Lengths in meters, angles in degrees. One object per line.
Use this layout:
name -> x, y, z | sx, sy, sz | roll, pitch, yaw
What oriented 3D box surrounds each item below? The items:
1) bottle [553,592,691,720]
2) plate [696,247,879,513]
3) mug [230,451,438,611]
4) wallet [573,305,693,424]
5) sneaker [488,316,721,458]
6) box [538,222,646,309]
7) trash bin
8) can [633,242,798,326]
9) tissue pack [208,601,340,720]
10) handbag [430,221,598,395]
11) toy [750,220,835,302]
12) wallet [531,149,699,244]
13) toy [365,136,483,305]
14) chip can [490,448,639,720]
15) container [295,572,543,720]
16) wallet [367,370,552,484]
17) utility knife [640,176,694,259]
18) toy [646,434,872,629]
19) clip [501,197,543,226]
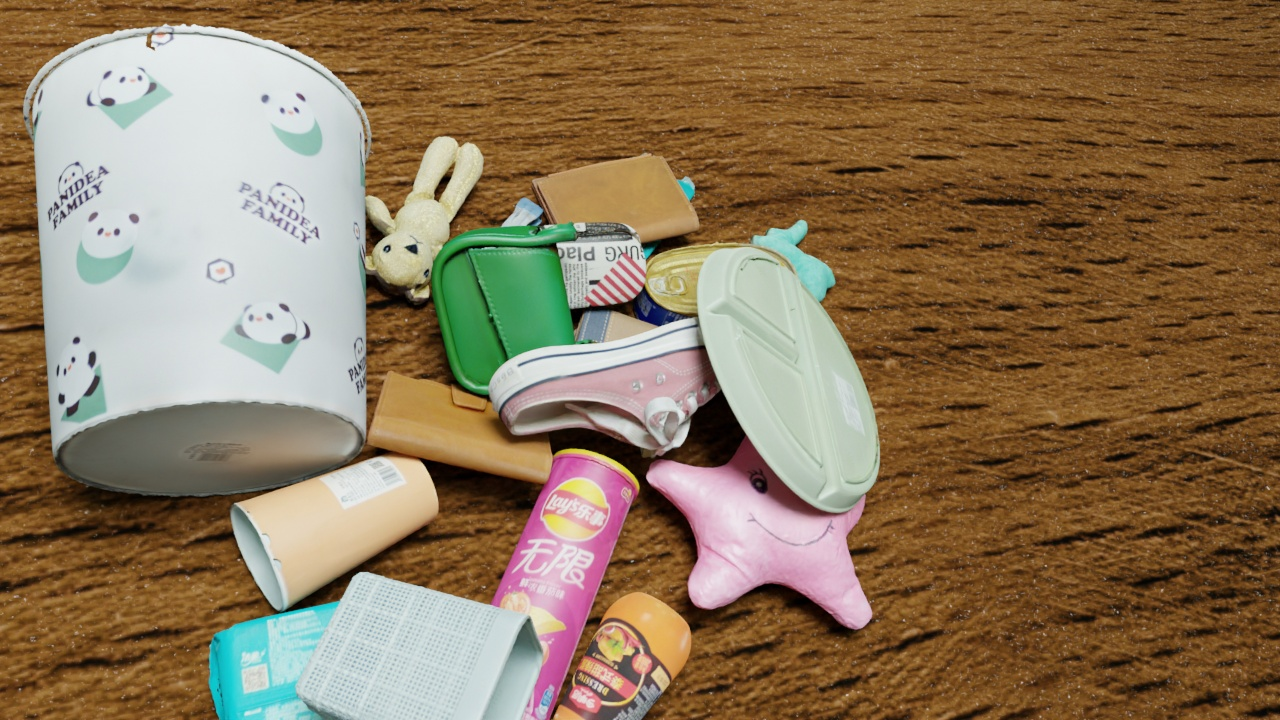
bottle -> -0.025, 0.235, 0.632 | 0.067, 0.067, 0.149 | 34, 65, 6
plate -> 0.124, 0.008, 0.725 | 0.230, 0.028, 0.229 | 35, 39, -36
mug -> -0.208, 0.110, 0.639 | 0.122, 0.078, 0.078 | -25, 70, -35
wallet -> -0.005, 0.005, 0.785 | 0.115, 0.033, 0.090 | 17, 60, -7
sneaker -> 0.006, 0.029, 0.691 | 0.240, 0.119, 0.087 | -9, 62, -36
box -> -0.075, -0.074, 0.767 | 0.163, 0.075, 0.082 | -4, 47, -7
trash bin -> -0.294, -0.053, 0.633 | 0.229, 0.230, 0.251 | -5, 67, -18
can -> 0.068, -0.063, 0.833 | 0.148, 0.049, 0.074 | -7, 62, -19
tissue pack -> -0.208, 0.210, 0.597 | 0.133, 0.050, 0.093 | -8, 64, -19
handbag -> -0.098, -0.041, 0.719 | 0.120, 0.068, 0.131 | -9, 105, 1
toy -> 0.151, -0.099, 0.890 | 0.092, 0.030, 0.096 | 41, 53, 7
wallet -> -0.027, -0.153, 0.863 | 0.130, 0.035, 0.119 | -15, 53, -17
toy -> -0.183, -0.125, 0.790 | 0.105, 0.066, 0.157 | 29, 63, -19
chip can -> -0.068, 0.168, 0.648 | 0.071, 0.072, 0.210 | 24, 57, -1
container -> -0.128, 0.186, 0.539 | 0.111, 0.090, 0.090 | 15, 57, 11
wallet -> -0.133, 0.049, 0.693 | 0.131, 0.031, 0.107 | 16, 18, -14
utility knife -> 0.012, -0.128, 0.877 | 0.029, 0.013, 0.157 | 32, 57, 5
toy -> 0.095, 0.114, 0.721 | 0.194, 0.075, 0.178 | 13, 57, -16
clip -> -0.114, -0.123, 0.836 | 0.026, 0.038, 0.058 | 37, 60, 4
